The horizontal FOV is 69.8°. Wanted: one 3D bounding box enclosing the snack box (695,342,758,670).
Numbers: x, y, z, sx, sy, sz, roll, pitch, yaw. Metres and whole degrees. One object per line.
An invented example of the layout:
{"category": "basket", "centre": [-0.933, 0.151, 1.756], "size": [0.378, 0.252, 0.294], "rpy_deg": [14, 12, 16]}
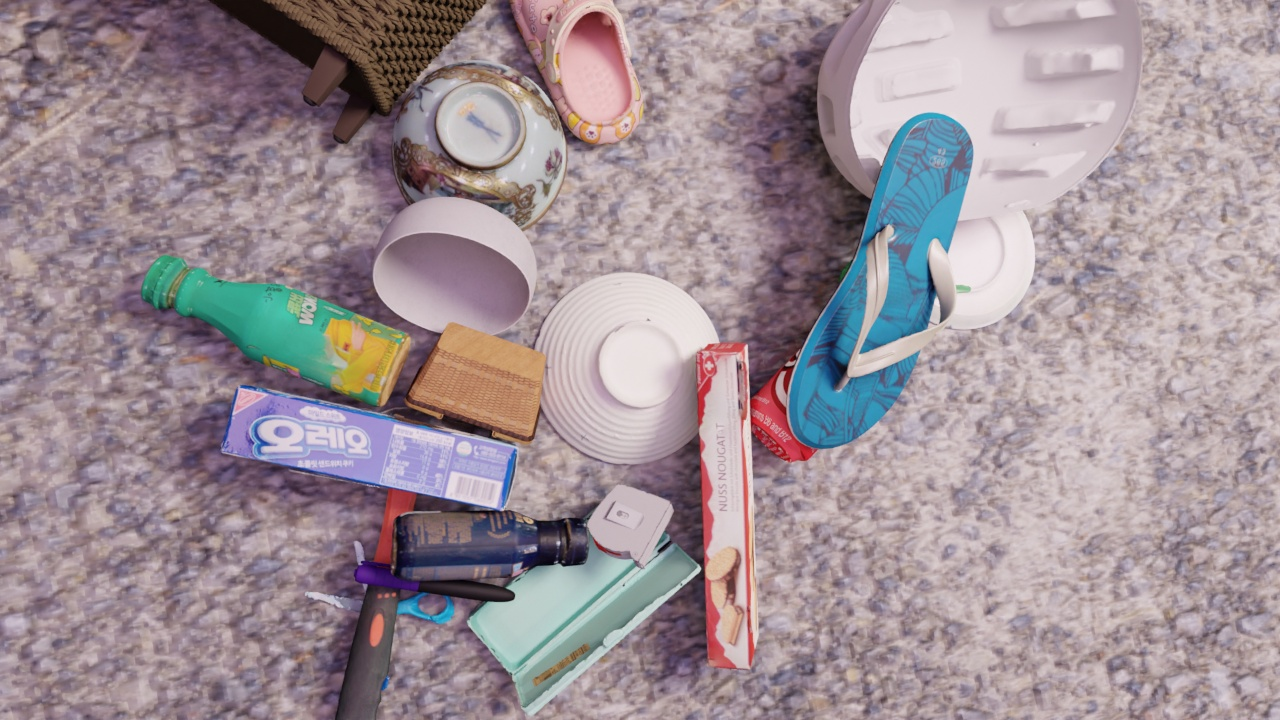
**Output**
{"category": "snack box", "centre": [0.078, 0.123, 0.791], "size": [0.044, 0.076, 0.273], "rpy_deg": [-1, 97, 13]}

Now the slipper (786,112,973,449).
{"category": "slipper", "centre": [0.213, -0.055, 0.757], "size": [0.118, 0.060, 0.295], "rpy_deg": [13, 101, -29]}

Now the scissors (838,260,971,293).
{"category": "scissors", "centre": [0.253, -0.061, 0.877], "size": [0.128, 0.012, 0.121], "rpy_deg": [2, 94, 3]}

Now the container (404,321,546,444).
{"category": "container", "centre": [-0.134, 0.017, 0.780], "size": [0.114, 0.063, 0.061], "rpy_deg": [19, 118, -8]}

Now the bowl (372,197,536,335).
{"category": "bowl", "centre": [-0.152, -0.085, 0.769], "size": [0.131, 0.132, 0.064], "rpy_deg": [11, 53, -9]}

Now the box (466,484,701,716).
{"category": "box", "centre": [-0.052, 0.201, 0.789], "size": [0.187, 0.110, 0.078], "rpy_deg": [-38, 112, -7]}

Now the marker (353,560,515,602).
{"category": "marker", "centre": [-0.170, 0.185, 0.763], "size": [0.134, 0.015, 0.018], "rpy_deg": [13, 54, -15]}

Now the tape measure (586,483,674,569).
{"category": "tape measure", "centre": [-0.010, 0.140, 0.787], "size": [0.062, 0.020, 0.060], "rpy_deg": [18, 61, 25]}

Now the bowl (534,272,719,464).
{"category": "bowl", "centre": [-0.005, 0.005, 0.811], "size": [0.177, 0.071, 0.177], "rpy_deg": [1, 87, -10]}

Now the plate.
{"category": "plate", "centre": [0.317, -0.108, 0.900], "size": [0.157, 0.014, 0.157], "rpy_deg": [0, 88, -9]}

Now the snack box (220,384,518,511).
{"category": "snack box", "centre": [-0.214, 0.071, 0.746], "size": [0.226, 0.059, 0.059], "rpy_deg": [13, 85, -8]}

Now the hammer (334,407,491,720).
{"category": "hammer", "centre": [-0.219, 0.203, 0.773], "size": [0.133, 0.033, 0.332], "rpy_deg": [10, 81, -9]}

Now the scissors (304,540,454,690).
{"category": "scissors", "centre": [-0.229, 0.224, 0.790], "size": [0.127, 0.014, 0.129], "rpy_deg": [17, 82, -7]}

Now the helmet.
{"category": "helmet", "centre": [0.297, -0.245, 0.807], "size": [0.282, 0.183, 0.224], "rpy_deg": [-12, 118, 8]}

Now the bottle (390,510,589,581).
{"category": "bottle", "centre": [-0.123, 0.152, 0.757], "size": [0.160, 0.056, 0.056], "rpy_deg": [2, 87, -17]}

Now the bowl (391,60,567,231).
{"category": "bowl", "centre": [-0.137, -0.189, 0.786], "size": [0.160, 0.094, 0.160], "rpy_deg": [1, 87, -10]}

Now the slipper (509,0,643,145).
{"category": "slipper", "centre": [-0.055, -0.291, 0.812], "size": [0.093, 0.081, 0.197], "rpy_deg": [-19, 93, -9]}

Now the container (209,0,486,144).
{"category": "container", "centre": [-0.301, -0.343, 0.728], "size": [0.321, 0.176, 0.205], "rpy_deg": [33, 86, -7]}

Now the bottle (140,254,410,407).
{"category": "bottle", "centre": [-0.301, -0.029, 0.763], "size": [0.209, 0.068, 0.068], "rpy_deg": [22, 84, -8]}

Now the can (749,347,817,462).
{"category": "can", "centre": [0.165, 0.023, 0.837], "size": [0.142, 0.074, 0.074], "rpy_deg": [-45, 95, -9]}
